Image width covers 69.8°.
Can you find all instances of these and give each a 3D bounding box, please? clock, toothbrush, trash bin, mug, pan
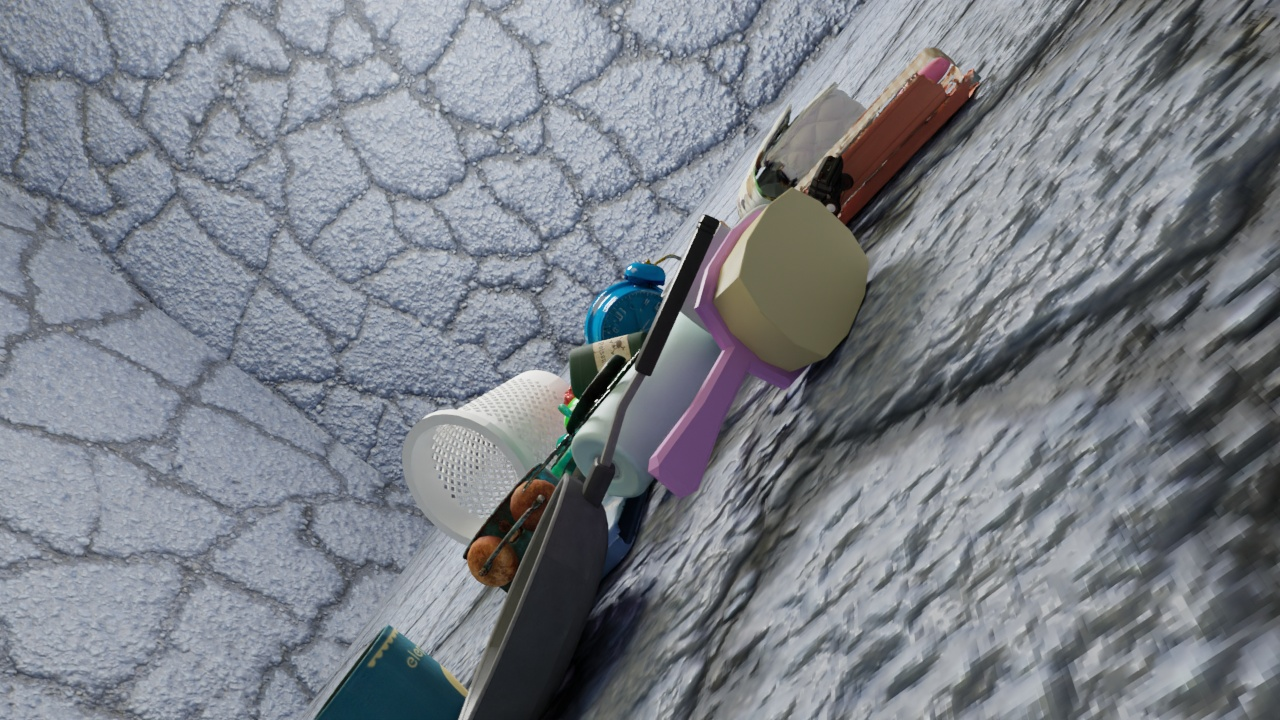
[{"bbox_3d":[0.007,-0.049,1.061,0.161,0.117,0.060,-55,13,-1],"label":"clock"},{"bbox_3d":[0.242,-0.236,0.864,0.136,0.021,0.016,-48,21,45],"label":"toothbrush"},{"bbox_3d":[-0.174,0.114,1.215,0.196,0.195,0.199,-47,-2,35],"label":"trash bin"},{"bbox_3d":[0.084,-0.061,0.687,0.107,0.089,0.071,-49,7,21],"label":"mug"},{"bbox_3d":[-0.027,0.080,0.560,0.178,0.041,0.357,-95,29,-81],"label":"pan"},{"bbox_3d":[-0.160,0.247,0.634,0.084,0.104,0.112,-53,4,-17],"label":"mug"},{"bbox_3d":[-0.103,0.161,0.843,0.121,0.073,0.157,-52,-5,-3],"label":"clock"}]

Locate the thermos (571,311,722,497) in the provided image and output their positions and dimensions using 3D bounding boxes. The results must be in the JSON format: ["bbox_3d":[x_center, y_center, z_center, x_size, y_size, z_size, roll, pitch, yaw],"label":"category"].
[{"bbox_3d":[0.027,0.015,0.724,0.078,0.065,0.206,-2,37,42],"label":"thermos"}]

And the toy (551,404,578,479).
[{"bbox_3d":[-0.046,0.068,0.934,0.130,0.072,0.194,-44,8,-20],"label":"toy"}]

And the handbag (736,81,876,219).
[{"bbox_3d":[0.161,-0.211,0.963,0.139,0.072,0.195,-47,-1,-1],"label":"handbag"}]

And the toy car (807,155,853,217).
[{"bbox_3d":[0.137,-0.111,0.702,0.092,0.037,0.040,86,-153,-46],"label":"toy car"}]

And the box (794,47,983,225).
[{"bbox_3d":[0.186,-0.159,0.722,0.188,0.085,0.048,-46,41,32],"label":"box"}]

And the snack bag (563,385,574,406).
[{"bbox_3d":[-0.034,0.019,1.175,0.083,0.082,0.175,-45,9,48],"label":"snack bag"}]

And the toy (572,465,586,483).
[{"bbox_3d":[-0.066,0.123,0.996,0.111,0.030,0.049,-57,-6,-39],"label":"toy"}]

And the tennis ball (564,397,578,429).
[{"bbox_3d":[-0.056,0.069,1.073,0.065,0.065,0.065,-51,6,7],"label":"tennis ball"}]

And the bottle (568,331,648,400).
[{"bbox_3d":[-0.006,0.006,0.974,0.131,0.061,0.061,-13,-17,27],"label":"bottle"}]

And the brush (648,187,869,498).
[{"bbox_3d":[0.069,-0.014,0.537,0.043,0.089,0.228,-38,15,48],"label":"brush"}]

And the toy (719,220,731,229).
[{"bbox_3d":[0.078,-0.096,0.984,0.085,0.074,0.105,-41,4,17],"label":"toy"}]

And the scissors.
[{"bbox_3d":[-0.029,0.026,0.760,0.201,0.015,0.203,-51,-3,-35],"label":"scissors"}]

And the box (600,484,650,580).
[{"bbox_3d":[-0.021,0.107,0.742,0.066,0.037,0.209,-46,8,22],"label":"box"}]
